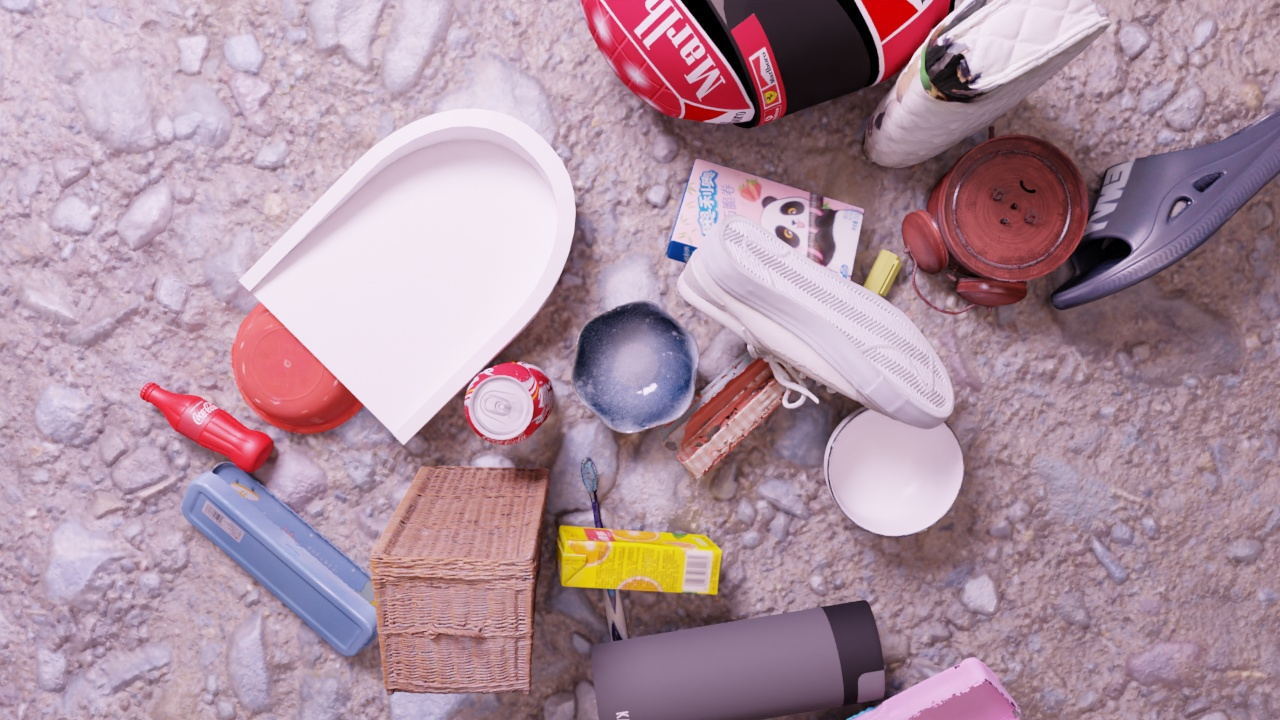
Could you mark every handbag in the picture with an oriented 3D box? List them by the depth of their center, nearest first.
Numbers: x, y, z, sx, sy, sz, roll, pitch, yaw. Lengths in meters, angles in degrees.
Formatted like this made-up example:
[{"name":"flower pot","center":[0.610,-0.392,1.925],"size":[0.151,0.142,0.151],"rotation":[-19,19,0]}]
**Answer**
[{"name":"handbag","center":[0.251,-0.220,0.706],"size":[0.139,0.195,0.072],"rotation":[-30,86,-2]}]

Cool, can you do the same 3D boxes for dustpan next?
[{"name":"dustpan","center":[-0.172,-0.089,0.762],"size":[0.257,0.053,0.191],"rotation":[-45,93,-8]}]

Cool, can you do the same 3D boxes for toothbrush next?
[{"name":"toothbrush","center":[-0.031,0.179,0.816],"size":[0.016,0.017,0.189],"rotation":[-10,94,-1]}]

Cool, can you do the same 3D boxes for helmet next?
[{"name":"helmet","center":[0.071,-0.290,0.703],"size":[0.224,0.197,0.271],"rotation":[-41,100,2]}]

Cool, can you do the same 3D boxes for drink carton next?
[{"name":"drink carton","center":[-0.004,0.171,0.783],"size":[0.134,0.058,0.043],"rotation":[6,92,-12]}]

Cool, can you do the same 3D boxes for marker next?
[{"name":"marker","center":[0.191,-0.037,0.801],"size":[0.017,0.021,0.124],"rotation":[22,96,-45]}]

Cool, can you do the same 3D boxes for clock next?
[{"name":"clock","center":[0.290,-0.111,0.770],"size":[0.120,0.072,0.157],"rotation":[35,92,-1]}]

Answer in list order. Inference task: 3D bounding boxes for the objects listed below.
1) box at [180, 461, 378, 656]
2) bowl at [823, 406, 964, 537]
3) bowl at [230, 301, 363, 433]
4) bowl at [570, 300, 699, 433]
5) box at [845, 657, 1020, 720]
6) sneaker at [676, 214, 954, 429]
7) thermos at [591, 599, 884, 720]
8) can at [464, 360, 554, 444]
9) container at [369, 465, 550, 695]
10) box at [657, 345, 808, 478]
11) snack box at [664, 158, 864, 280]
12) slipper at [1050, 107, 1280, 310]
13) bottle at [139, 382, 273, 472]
[{"name":"box","center":[-0.310,0.174,0.820],"size":[0.210,0.058,0.068],"rotation":[41,122,1]},{"name":"bowl","center":[0.211,0.089,0.785],"size":[0.113,0.063,0.113],"rotation":[0,93,1]},{"name":"bowl","center":[-0.299,0.001,0.796],"size":[0.130,0.045,0.130],"rotation":[0,93,0]},{"name":"bowl","center":[-0.005,0.005,0.788],"size":[0.110,0.055,0.110],"rotation":[0,93,0]},{"name":"box","center":[0.228,0.354,0.791],"size":[0.231,0.035,0.159],"rotation":[-35,118,17]},{"name":"sneaker","center":[0.137,-0.016,0.736],"size":[0.242,0.091,0.089],"rotation":[33,48,-9]},{"name":"thermos","center":[0.083,0.265,0.781],"size":[0.240,0.082,0.082],"rotation":[-9,93,-1]},{"name":"can","center":[-0.108,0.034,0.766],"size":[0.064,0.104,0.064],"rotation":[0,93,0]},{"name":"container","center":[-0.134,0.166,0.728],"size":[0.114,0.198,0.113],"rotation":[1,104,-2]},{"name":"box","center":[0.093,0.016,0.796],"size":[0.188,0.056,0.064],"rotation":[-43,97,0]},{"name":"snack box","center":[0.106,-0.108,0.776],"size":[0.154,0.033,0.087],"rotation":[16,66,0]},{"name":"slipper","center":[0.439,-0.145,0.750],"size":[0.268,0.110,0.083],"rotation":[-39,89,-1]},{"name":"bottle","center":[-0.383,0.055,0.805],"size":[0.119,0.036,0.036],"rotation":[30,93,0]}]
